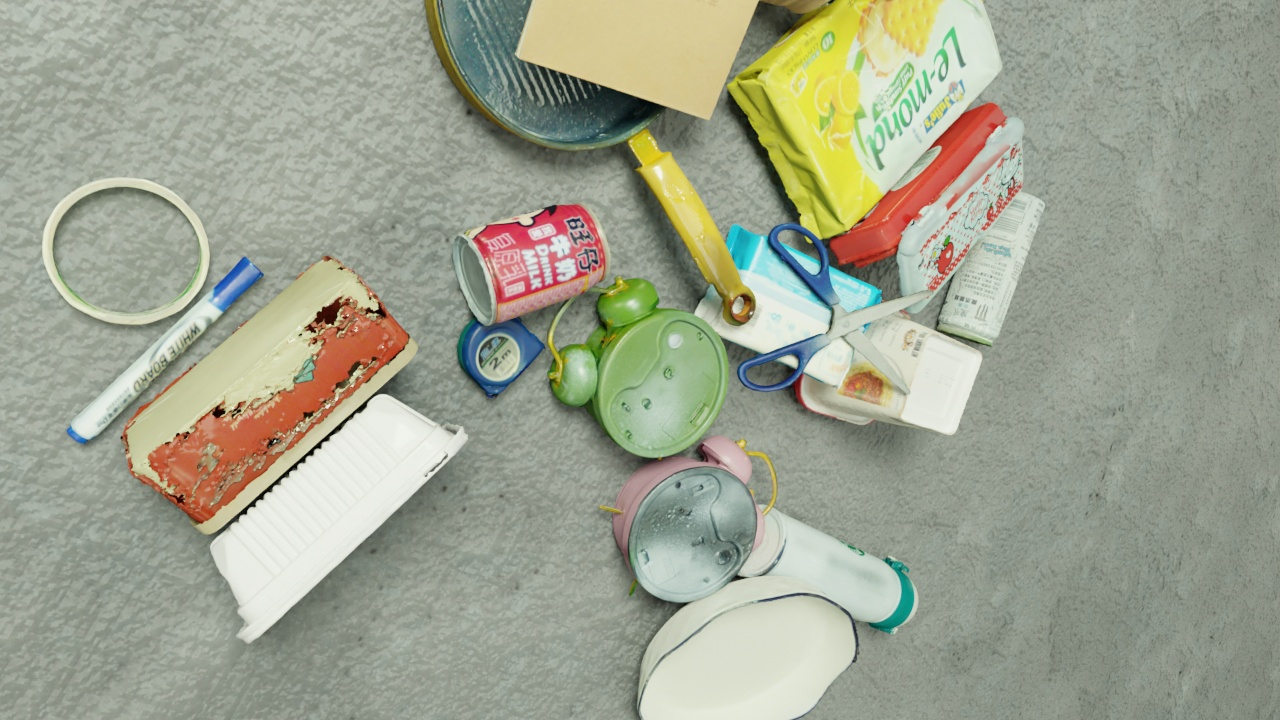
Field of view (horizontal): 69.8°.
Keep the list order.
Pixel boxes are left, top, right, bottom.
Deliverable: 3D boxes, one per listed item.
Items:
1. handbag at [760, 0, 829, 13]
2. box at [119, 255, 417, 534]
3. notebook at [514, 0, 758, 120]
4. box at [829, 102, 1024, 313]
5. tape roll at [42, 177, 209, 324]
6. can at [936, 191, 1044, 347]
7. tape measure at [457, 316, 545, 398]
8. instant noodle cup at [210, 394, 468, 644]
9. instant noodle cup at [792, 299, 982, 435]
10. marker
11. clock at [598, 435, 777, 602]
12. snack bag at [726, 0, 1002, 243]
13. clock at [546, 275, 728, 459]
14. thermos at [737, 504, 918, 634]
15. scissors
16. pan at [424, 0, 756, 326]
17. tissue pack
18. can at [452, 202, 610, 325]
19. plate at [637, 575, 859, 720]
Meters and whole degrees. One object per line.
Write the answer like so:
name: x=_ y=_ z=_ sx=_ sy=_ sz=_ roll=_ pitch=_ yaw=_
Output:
handbag: x=0.146 y=-0.340 z=0.595 sx=0.093 sy=0.234 sz=0.193 roll=7 pitch=100 yaw=-32
box: x=-0.230 y=0.012 z=0.557 sx=0.168 sy=0.091 sz=0.077 roll=-44 pitch=125 yaw=-13
notebook: x=0.023 y=-0.270 z=0.569 sx=0.149 sy=0.012 sz=0.212 roll=9 pitch=116 yaw=-30
box: x=0.262 y=-0.126 z=0.783 sx=0.201 sy=0.095 sz=0.098 roll=-45 pitch=105 yaw=-26
tape roll: x=-0.300 y=-0.064 z=0.539 sx=0.085 sy=0.014 sz=0.086 roll=-9 pitch=108 yaw=-29
can: x=0.337 y=-0.090 z=0.887 sx=0.058 sy=0.058 sz=0.147 roll=15 pitch=96 yaw=-33
tape measure: x=-0.105 y=-0.008 z=0.666 sx=0.058 sy=0.025 sz=0.054 roll=-48 pitch=120 yaw=-15
instant noodle cup: x=-0.196 y=0.086 z=0.584 sx=0.173 sy=0.138 sz=0.060 roll=-45 pitch=100 yaw=-13
instant noodle cup: x=0.217 y=0.007 z=0.803 sx=0.116 sy=0.124 sz=0.116 roll=16 pitch=95 yaw=-34
marker: x=-0.289 y=-0.007 z=0.560 sx=0.145 sy=0.017 sz=0.017 roll=-48 pitch=122 yaw=-11
clock: x=0.049 y=0.128 z=0.770 sx=0.158 sy=0.060 sz=0.117 roll=-23 pitch=111 yaw=-17
snack bag: x=0.185 y=-0.235 z=0.749 sx=0.246 sy=0.068 sz=0.158 roll=-45 pitch=121 yaw=-12
clock: x=-0.004 y=0.004 z=0.711 sx=0.161 sy=0.056 sz=0.116 roll=40 pitch=81 yaw=-33
thermos: x=0.183 y=0.201 z=0.875 sx=0.224 sy=0.073 sz=0.073 roll=28 pitch=88 yaw=-34
scissors: x=0.146 y=-0.028 z=0.715 sx=0.162 sy=0.012 sz=0.174 roll=-42 pitch=98 yaw=-2
pan: x=-0.008 y=-0.177 z=0.643 sx=0.197 sy=0.078 sz=0.357 roll=-36 pitch=119 yaw=-17
tissue pack: x=0.121 y=-0.043 z=0.750 sx=0.140 sy=0.063 sz=0.090 roll=24 pitch=92 yaw=-7
can: x=-0.075 y=-0.069 z=0.641 sx=0.093 sy=0.066 sz=0.066 roll=-21 pitch=114 yaw=-24
plate: x=0.091 y=0.266 z=0.814 sx=0.204 sy=0.045 sz=0.205 roll=-11 pitch=128 yaw=-14
